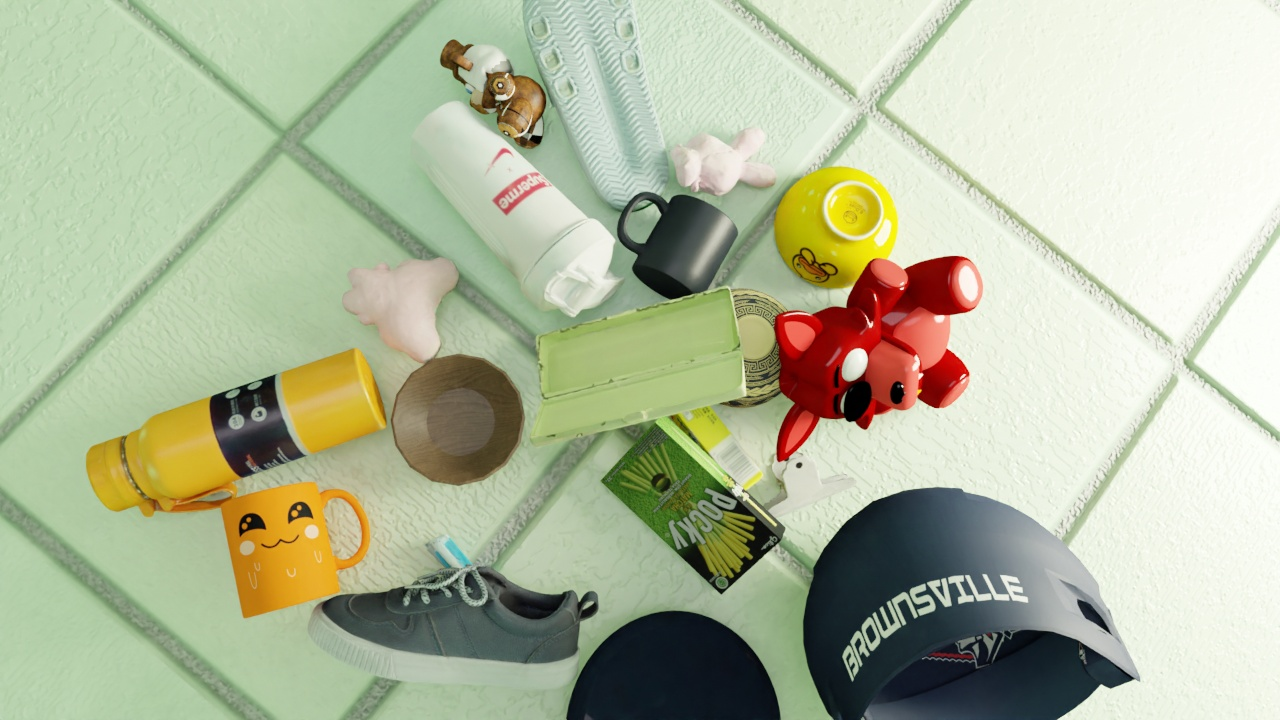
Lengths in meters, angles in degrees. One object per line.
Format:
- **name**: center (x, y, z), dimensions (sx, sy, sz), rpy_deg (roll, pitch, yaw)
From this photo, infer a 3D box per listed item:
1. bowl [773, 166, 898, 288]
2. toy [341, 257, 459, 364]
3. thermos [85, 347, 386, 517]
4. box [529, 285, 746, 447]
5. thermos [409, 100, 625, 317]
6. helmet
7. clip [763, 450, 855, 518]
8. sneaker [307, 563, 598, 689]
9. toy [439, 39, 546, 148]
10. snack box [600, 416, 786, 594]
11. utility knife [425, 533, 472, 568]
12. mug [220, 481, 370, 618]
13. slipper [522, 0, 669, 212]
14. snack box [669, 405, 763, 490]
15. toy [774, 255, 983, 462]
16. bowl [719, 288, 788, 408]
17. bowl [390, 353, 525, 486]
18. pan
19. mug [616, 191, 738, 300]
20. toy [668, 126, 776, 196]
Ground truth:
- **bowl**: center (0.191, -0.132, 0.869), dimensions (0.117, 0.068, 0.117), rpy_deg (1, 80, -5)
- **toy**: center (-0.219, -0.054, 0.827), dimensions (0.096, 0.053, 0.099), rpy_deg (14, 81, -10)
- **thermos**: center (-0.340, 0.069, 0.785), dimensions (0.232, 0.076, 0.091), rpy_deg (-20, 85, -8)
- **box**: center (-0.003, 0.009, 0.795), dimensions (0.188, 0.047, 0.140), rpy_deg (-15, 41, 11)
- **thermos**: center (-0.114, -0.133, 0.832), dimensions (0.099, 0.099, 0.220), rpy_deg (-43, 83, -10)
- **helmet**: center (0.255, 0.225, 0.746), dimensions (0.233, 0.222, 0.272), rpy_deg (-31, 114, 14)
- **clip**: center (0.145, 0.109, 0.851), dimensions (0.101, 0.040, 0.054), rpy_deg (-20, 102, -9)
- **sneaker**: center (-0.155, 0.211, 0.761), dimensions (0.235, 0.089, 0.087), rpy_deg (8, 96, -4)
- **toy**: center (-0.137, -0.254, 0.855), dimensions (0.112, 0.087, 0.067), rpy_deg (31, 95, 8)
- **snack box**: center (0.046, 0.127, 0.813), dimensions (0.147, 0.025, 0.080), rpy_deg (43, 113, 3)
- **utility knife**: center (-0.143, 0.204, 0.811), dimensions (0.022, 0.015, 0.123), rpy_deg (-41, 88, 2)
- **mug**: center (-0.287, 0.155, 0.779), dimensions (0.112, 0.078, 0.096), rpy_deg (-11, 81, -26)
- **slipper**: center (-0.041, -0.260, 0.872), dimensions (0.104, 0.074, 0.245), rpy_deg (-19, 98, -6)
- **snack box**: center (0.053, 0.057, 0.839), dimensions (0.029, 0.040, 0.148), rpy_deg (-37, 86, -11)
- **toy**: center (0.202, -0.005, 0.810), dimensions (0.196, 0.159, 0.120), rpy_deg (-24, 40, -24)
- **bowl**: center (0.097, -0.016, 0.844), dimensions (0.112, 0.061, 0.112), rpy_deg (1, 80, -5)
- **bowl**: center (-0.162, 0.054, 0.825), dimensions (0.118, 0.030, 0.117), rpy_deg (1, 80, -5)
- **pan**: center (-0.016, 0.363, 0.737), dimensions (0.199, 0.021, 0.355), rpy_deg (46, 63, -4)
- **mug**: center (0.028, -0.110, 0.844), dimensions (0.105, 0.071, 0.077), rpy_deg (33, 79, -17)
- **toy**: center (0.078, -0.188, 0.881), dimensions (0.109, 0.047, 0.063), rpy_deg (-12, 78, -21)
